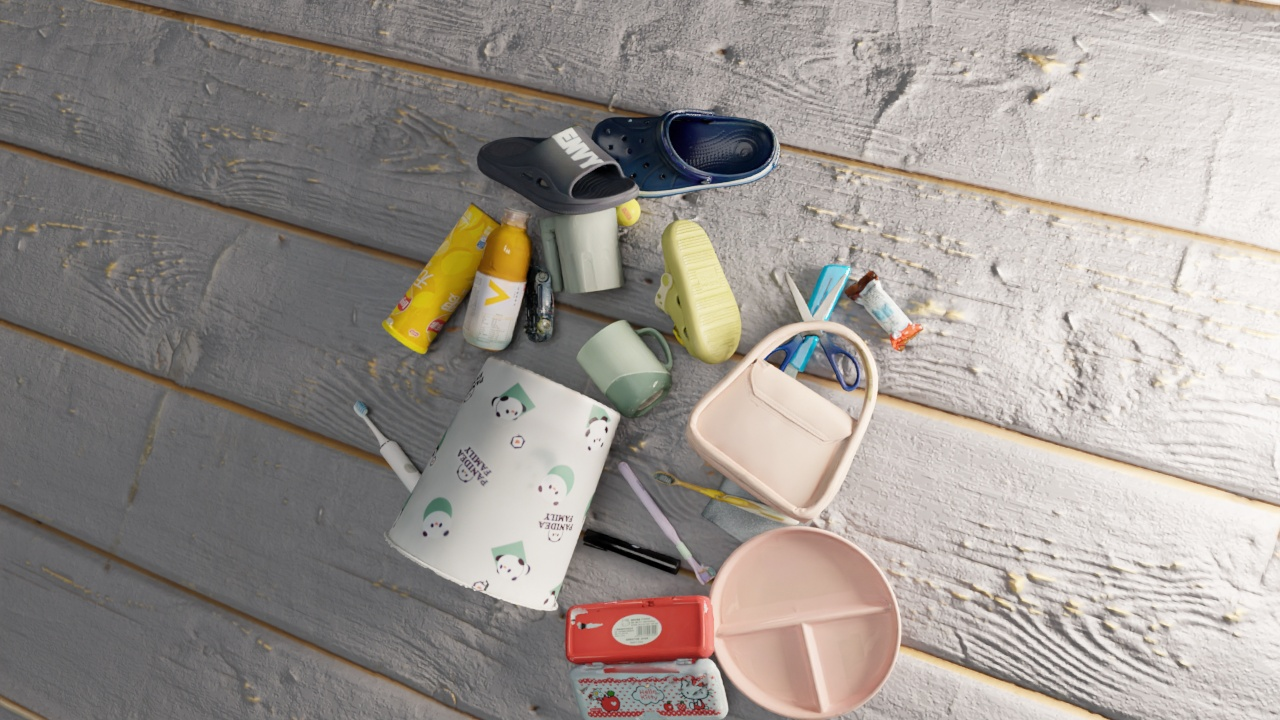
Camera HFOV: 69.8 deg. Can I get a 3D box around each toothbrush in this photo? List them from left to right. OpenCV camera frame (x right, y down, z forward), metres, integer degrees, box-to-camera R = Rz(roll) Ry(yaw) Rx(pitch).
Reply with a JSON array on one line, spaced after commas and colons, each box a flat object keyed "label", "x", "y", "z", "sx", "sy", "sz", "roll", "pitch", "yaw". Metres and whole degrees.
[{"label": "toothbrush", "x": -0.336, "y": 0.141, "z": 1.278, "sx": 0.221, "sy": 0.026, "sz": 0.026, "roll": 48, "pitch": 118, "yaw": 16}, {"label": "toothbrush", "x": 0.030, "y": 0.205, "z": 1.176, "sx": 0.189, "sy": 0.029, "sz": 0.021, "roll": 51, "pitch": 134, "yaw": 16}, {"label": "toothbrush", "x": 0.104, "y": 0.171, "z": 1.141, "sx": 0.191, "sy": 0.018, "sz": 0.016, "roll": 17, "pitch": 93, "yaw": 14}]

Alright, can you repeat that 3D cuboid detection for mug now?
[{"label": "mug", "x": -0.082, "y": -0.143, "z": 1.215, "sx": 0.124, "sy": 0.083, "sz": 0.103, "roll": -2, "pitch": 100, "yaw": 41}, {"label": "mug", "x": -0.007, "y": 0.007, "z": 1.186, "sx": 0.111, "sy": 0.082, "sz": 0.106, "roll": -33, "pitch": 73, "yaw": -24}]

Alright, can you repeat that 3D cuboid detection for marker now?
[{"label": "marker", "x": -0.012, "y": 0.247, "z": 1.181, "sx": 0.132, "sy": 0.020, "sz": 0.022, "roll": 16, "pitch": 76, "yaw": 16}]

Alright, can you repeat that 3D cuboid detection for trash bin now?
[{"label": "trash bin", "x": -0.157, "y": 0.145, "z": 1.136, "sx": 0.230, "sy": 0.229, "sz": 0.251, "roll": 22, "pitch": 84, "yaw": 16}]

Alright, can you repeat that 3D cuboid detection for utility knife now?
[{"label": "utility knife", "x": 0.213, "y": -0.034, "z": 1.159, "sx": 0.034, "sy": 0.018, "sz": 0.191, "roll": 24, "pitch": 91, "yaw": 16}]

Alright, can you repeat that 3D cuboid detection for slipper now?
[{"label": "slipper", "x": -0.120, "y": -0.262, "z": 1.196, "sx": 0.268, "sy": 0.083, "sz": 0.110, "roll": 27, "pitch": 47, "yaw": 36}, {"label": "slipper", "x": 0.052, "y": -0.273, "z": 1.194, "sx": 0.253, "sy": 0.095, "sz": 0.105, "roll": 3, "pitch": 81, "yaw": 12}, {"label": "slipper", "x": 0.065, "y": -0.084, "z": 1.180, "sx": 0.082, "sy": 0.091, "sz": 0.190, "roll": -20, "pitch": 85, "yaw": 49}]

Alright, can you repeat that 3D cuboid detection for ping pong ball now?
[{"label": "ping pong ball", "x": -0.020, "y": -0.200, "z": 1.230, "sx": 0.040, "sy": 0.040, "sz": 0.040, "roll": -2, "pitch": 82, "yaw": 15}]

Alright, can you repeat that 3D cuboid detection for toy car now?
[{"label": "toy car", "x": -0.137, "y": -0.077, "z": 1.244, "sx": 0.049, "sy": 0.031, "sz": 0.105, "roll": -8, "pitch": 84, "yaw": 53}]

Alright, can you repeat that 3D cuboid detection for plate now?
[{"label": "plate", "x": 0.195, "y": 0.314, "z": 1.106, "sx": 0.230, "sy": 0.028, "sz": 0.229, "roll": -1, "pitch": 88, "yaw": 17}]

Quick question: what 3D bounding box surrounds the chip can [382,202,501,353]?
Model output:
[{"label": "chip can", "x": -0.266, "y": -0.113, "z": 1.269, "sx": 0.072, "sy": 0.072, "sz": 0.213, "roll": 38, "pitch": 92, "yaw": 16}]

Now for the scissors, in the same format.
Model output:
[{"label": "scissors", "x": 0.214, "y": -0.028, "z": 1.143, "sx": 0.162, "sy": 0.012, "sz": 0.176, "roll": 43, "pitch": 96, "yaw": 10}]

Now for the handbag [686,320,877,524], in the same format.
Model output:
[{"label": "handbag", "x": 0.187, "y": 0.056, "z": 1.105, "sx": 0.193, "sy": 0.093, "sz": 0.234, "roll": 34, "pitch": 87, "yaw": 13}]

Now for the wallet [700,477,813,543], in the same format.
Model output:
[{"label": "wallet", "x": 0.151, "y": 0.188, "z": 1.148, "sx": 0.121, "sy": 0.019, "sz": 0.097, "roll": 34, "pitch": 94, "yaw": 15}]

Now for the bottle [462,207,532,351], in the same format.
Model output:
[{"label": "bottle", "x": -0.187, "y": -0.109, "z": 1.229, "sx": 0.068, "sy": 0.068, "sz": 0.190, "roll": 20, "pitch": 103, "yaw": 16}]

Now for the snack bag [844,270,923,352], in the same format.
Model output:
[{"label": "snack bag", "x": 0.301, "y": -0.061, "z": 1.134, "sx": 0.045, "sy": 0.026, "sz": 0.105, "roll": -42, "pitch": 74, "yaw": 16}]

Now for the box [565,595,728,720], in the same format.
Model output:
[{"label": "box", "x": 0.002, "y": 0.372, "z": 1.136, "sx": 0.201, "sy": 0.060, "sz": 0.161, "roll": -11, "pitch": 82, "yaw": 24}]
